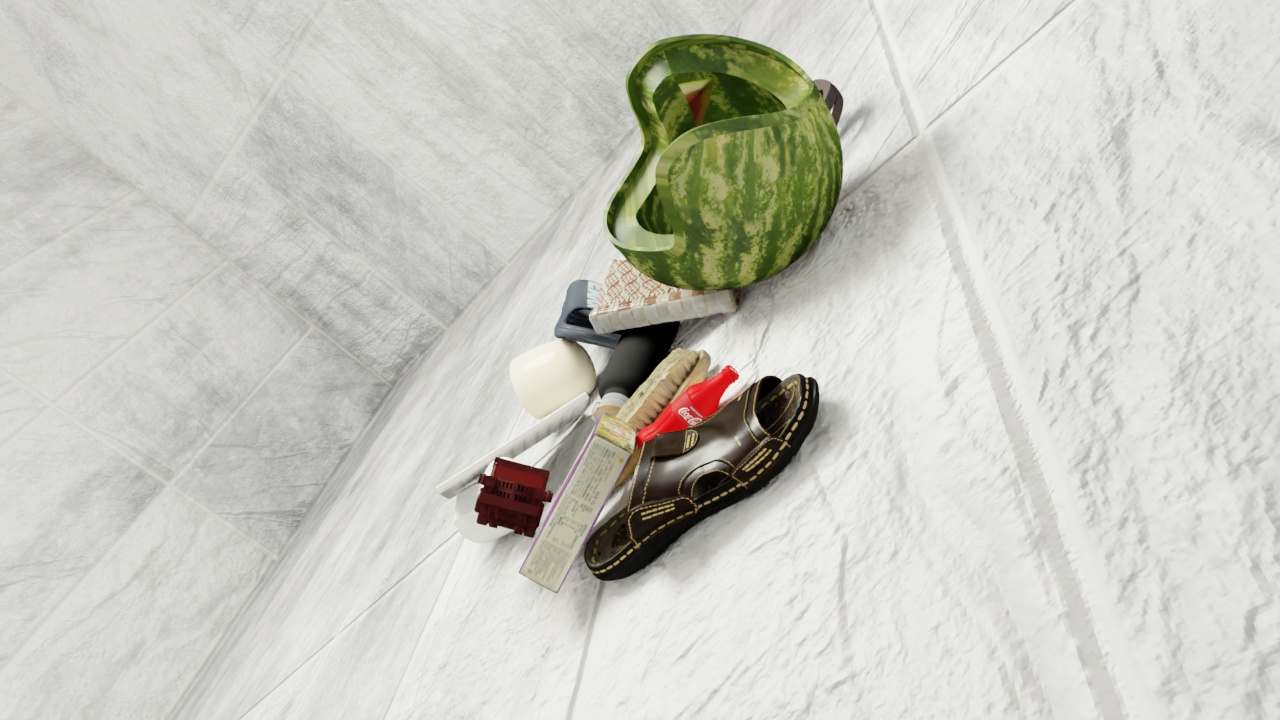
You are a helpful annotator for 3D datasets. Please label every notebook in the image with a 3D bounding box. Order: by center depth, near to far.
[{"bbox_3d":[-0.158,0.110,1.152,0.209,0.009,0.143,-32,-6,-11],"label":"notebook"}]

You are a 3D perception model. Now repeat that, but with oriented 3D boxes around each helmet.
[{"bbox_3d":[0.088,-0.189,0.957,0.248,0.243,0.213,102,159,-46],"label":"helmet"}]

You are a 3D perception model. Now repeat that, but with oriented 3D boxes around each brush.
[{"bbox_3d":[0.003,0.063,0.958,0.195,0.043,0.059,-50,16,2],"label":"brush"}]

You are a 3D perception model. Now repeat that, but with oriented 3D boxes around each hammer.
[{"bbox_3d":[0.138,-0.219,1.159,0.323,0.033,0.115,-52,27,2],"label":"hammer"}]

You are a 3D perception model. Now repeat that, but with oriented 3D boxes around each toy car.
[{"bbox_3d":[-0.125,0.135,0.909,0.170,0.070,0.061,119,166,-72],"label":"toy car"}]

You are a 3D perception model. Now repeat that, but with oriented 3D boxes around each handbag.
[{"bbox_3d":[0.038,-0.088,1.098,0.186,0.047,0.123,-8,37,23],"label":"handbag"}]

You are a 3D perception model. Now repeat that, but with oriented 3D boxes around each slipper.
[{"bbox_3d":[0.035,0.088,0.747,0.269,0.076,0.112,-41,18,28],"label":"slipper"},{"bbox_3d":[-0.060,-0.069,1.304,0.268,0.110,0.083,-114,38,-80],"label":"slipper"}]

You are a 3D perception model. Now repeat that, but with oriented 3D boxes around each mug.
[{"bbox_3d":[-0.111,0.031,1.273,0.100,0.096,0.120,-25,66,15],"label":"mug"}]

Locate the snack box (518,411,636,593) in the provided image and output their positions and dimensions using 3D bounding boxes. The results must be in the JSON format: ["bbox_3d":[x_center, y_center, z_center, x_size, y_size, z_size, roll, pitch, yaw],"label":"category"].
[{"bbox_3d":[-0.055,0.127,0.860,0.143,0.040,0.148,-62,1,5],"label":"snack box"}]

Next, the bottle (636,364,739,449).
[{"bbox_3d":[0.048,0.049,0.882,0.119,0.036,0.036,-44,16,18],"label":"bottle"}]

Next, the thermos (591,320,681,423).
[{"bbox_3d":[-0.006,0.006,1.086,0.061,0.061,0.230,-37,20,39],"label":"thermos"}]

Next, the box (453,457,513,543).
[{"bbox_3d":[-0.167,0.169,1.104,0.166,0.092,0.083,-30,45,46],"label":"box"}]
